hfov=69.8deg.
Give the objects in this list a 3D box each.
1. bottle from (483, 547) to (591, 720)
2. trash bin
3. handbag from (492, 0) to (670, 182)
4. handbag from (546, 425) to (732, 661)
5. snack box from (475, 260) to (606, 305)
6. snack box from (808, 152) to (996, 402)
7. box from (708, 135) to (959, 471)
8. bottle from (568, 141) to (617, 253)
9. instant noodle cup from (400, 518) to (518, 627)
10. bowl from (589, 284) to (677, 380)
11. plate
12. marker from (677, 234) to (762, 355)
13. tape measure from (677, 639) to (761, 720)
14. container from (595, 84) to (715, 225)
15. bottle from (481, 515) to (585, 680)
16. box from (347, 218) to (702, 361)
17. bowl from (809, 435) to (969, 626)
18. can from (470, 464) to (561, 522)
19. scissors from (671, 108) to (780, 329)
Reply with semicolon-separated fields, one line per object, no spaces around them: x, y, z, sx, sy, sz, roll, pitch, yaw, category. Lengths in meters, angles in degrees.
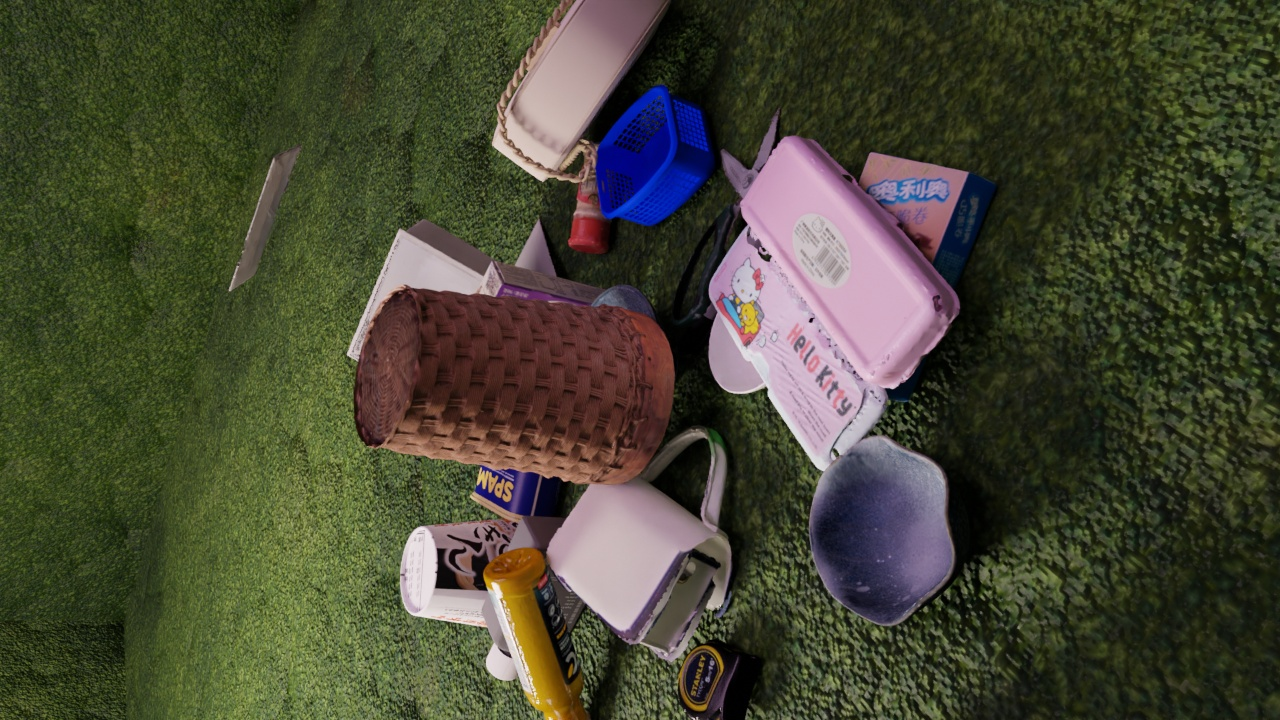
-0.084;0.256;0.798;0.053;0.053;0.186;7;118;55;bottle
-0.100;0.014;0.715;0.152;0.209;0.151;-21;64;50;trash bin
-0.050;-0.270;0.869;0.211;0.103;0.208;-52;12;17;handbag
0.021;0.136;0.753;0.151;0.074;0.176;26;83;53;handbag
-0.105;-0.013;0.887;0.148;0.143;0.040;-59;40;26;snack box
0.167;-0.058;0.616;0.087;0.034;0.151;33;108;53;snack box
0.114;-0.044;0.621;0.153;0.038;0.201;-56;41;28;box
-0.046;-0.165;0.935;0.044;0.044;0.109;2;82;54;bottle
-0.170;0.215;0.932;0.124;0.121;0.123;-20;65;51;instant noodle cup
-0.005;0.005;0.817;0.137;0.057;0.137;-19;66;51;bowl
0.096;-0.021;0.705;0.105;0.026;0.104;-34;47;45;plate
0.070;-0.056;0.769;0.022;0.016;0.139;42;118;16;marker
0.058;0.242;0.685;0.061;0.034;0.061;10;77;51;tape measure
0.015;-0.183;0.841;0.115;0.058;0.096;-36;53;44;container
-0.100;0.229;0.867;0.046;0.083;0.174;51;123;47;bottle
-0.118;-0.066;1.082;0.173;0.420;0.168;42;118;18;box
0.160;0.104;0.562;0.111;0.055;0.110;-21;64;51;bowl
-0.124;0.112;0.955;0.116;0.056;0.092;12;90;55;can
0.080;-0.102;0.742;0.203;0.015;0.201;-55;31;21;scissors
